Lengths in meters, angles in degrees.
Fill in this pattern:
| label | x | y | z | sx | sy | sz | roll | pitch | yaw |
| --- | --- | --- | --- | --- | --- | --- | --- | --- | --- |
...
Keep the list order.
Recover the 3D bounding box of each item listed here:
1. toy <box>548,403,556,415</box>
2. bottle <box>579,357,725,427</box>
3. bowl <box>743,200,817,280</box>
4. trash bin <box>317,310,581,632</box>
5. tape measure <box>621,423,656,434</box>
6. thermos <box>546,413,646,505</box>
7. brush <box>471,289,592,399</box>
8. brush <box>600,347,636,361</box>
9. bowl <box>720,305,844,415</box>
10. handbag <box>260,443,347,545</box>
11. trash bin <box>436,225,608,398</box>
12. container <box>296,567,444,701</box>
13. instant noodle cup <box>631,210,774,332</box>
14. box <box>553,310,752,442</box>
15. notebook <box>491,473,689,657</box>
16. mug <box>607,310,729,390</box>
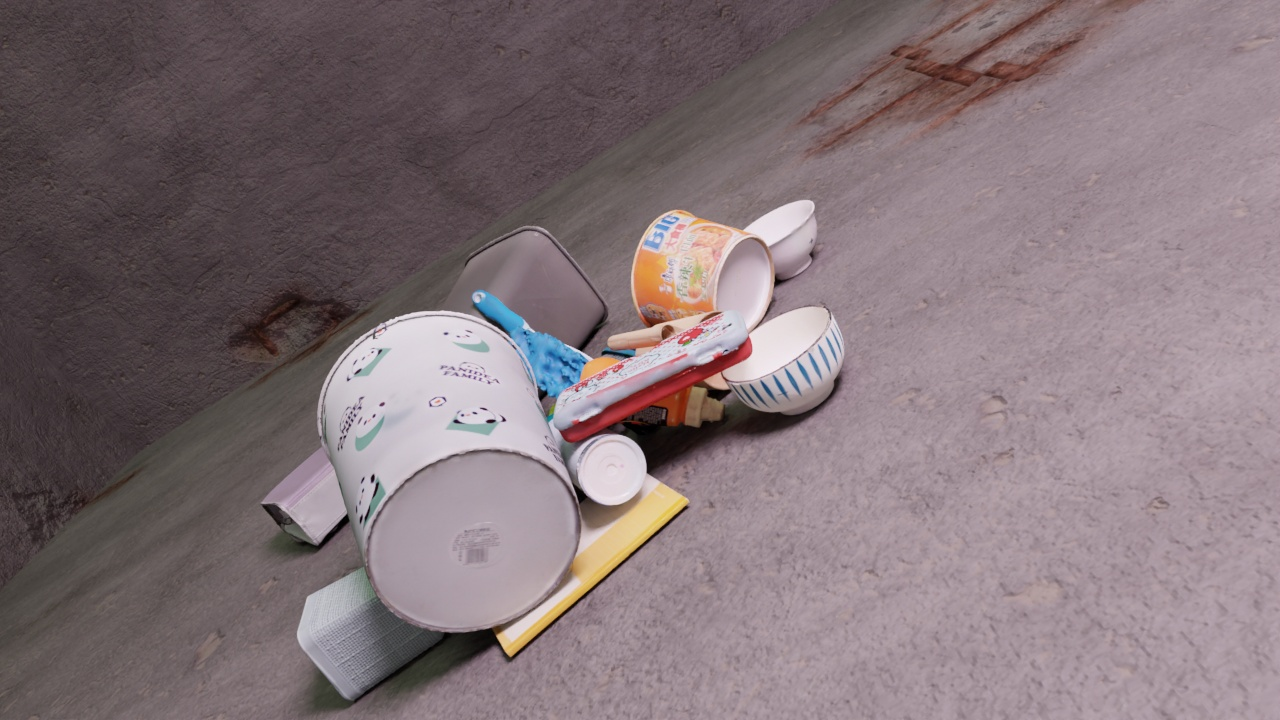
| label | x | y | z | sx | sy | sz | roll | pitch | yaw |
| --- | --- | --- | --- | --- | --- | --- | --- | --- | --- |
| toy | -0.078 | 0.067 | 1.116 | 0.097 | 0.031 | 0.100 | -25 | 18 | 3 |
| bottle | 0.013 | 0.039 | 0.937 | 0.149 | 0.067 | 0.066 | 11 | 33 | 9 |
| bowl | 0.177 | -0.141 | 1.148 | 0.118 | 0.065 | 0.118 | -29 | 21 | 12 |
| trash bin | -0.178 | 0.102 | 0.864 | 0.229 | 0.229 | 0.252 | -36 | 31 | -4 |
| tape measure | 0.001 | 0.048 | 0.999 | 0.039 | 0.057 | 0.057 | -10 | 48 | 52 |
| thermos | -0.057 | 0.094 | 0.952 | 0.073 | 0.073 | 0.224 | -38 | 14 | -11 |
| brush | -0.131 | -0.020 | 1.117 | 0.314 | 0.109 | 0.060 | 34 | 95 | 28 |
| brush | -0.007 | 0.007 | 1.110 | 0.073 | 0.055 | 0.144 | -42 | 20 | -16 |
| bowl | 0.141 | 0.008 | 0.859 | 0.116 | 0.066 | 0.116 | -31 | 19 | 12 |
| handbag | -0.450 | 0.174 | 1.360 | 0.196 | 0.098 | 0.145 | -47 | 25 | -28 |
| trash bin | -0.196 | -0.042 | 1.343 | 0.199 | 0.199 | 0.219 | -19 | 31 | 40 |
| container | -0.256 | 0.251 | 0.894 | 0.111 | 0.090 | 0.090 | -32 | 20 | -2 |
| instant noodle cup | 0.079 | -0.094 | 1.072 | 0.111 | 0.151 | 0.151 | 16 | 50 | 39 |
| box | 0.009 | 0.012 | 0.860 | 0.201 | 0.047 | 0.086 | -26 | 13 | 10 |
| notebook | -0.061 | 0.179 | 0.864 | 0.206 | 0.010 | 0.146 | -39 | 19 | -13 |
| mug | 0.040 | -0.011 | 0.992 | 0.104 | 0.124 | 0.084 | -8 | 72 | 54 |
